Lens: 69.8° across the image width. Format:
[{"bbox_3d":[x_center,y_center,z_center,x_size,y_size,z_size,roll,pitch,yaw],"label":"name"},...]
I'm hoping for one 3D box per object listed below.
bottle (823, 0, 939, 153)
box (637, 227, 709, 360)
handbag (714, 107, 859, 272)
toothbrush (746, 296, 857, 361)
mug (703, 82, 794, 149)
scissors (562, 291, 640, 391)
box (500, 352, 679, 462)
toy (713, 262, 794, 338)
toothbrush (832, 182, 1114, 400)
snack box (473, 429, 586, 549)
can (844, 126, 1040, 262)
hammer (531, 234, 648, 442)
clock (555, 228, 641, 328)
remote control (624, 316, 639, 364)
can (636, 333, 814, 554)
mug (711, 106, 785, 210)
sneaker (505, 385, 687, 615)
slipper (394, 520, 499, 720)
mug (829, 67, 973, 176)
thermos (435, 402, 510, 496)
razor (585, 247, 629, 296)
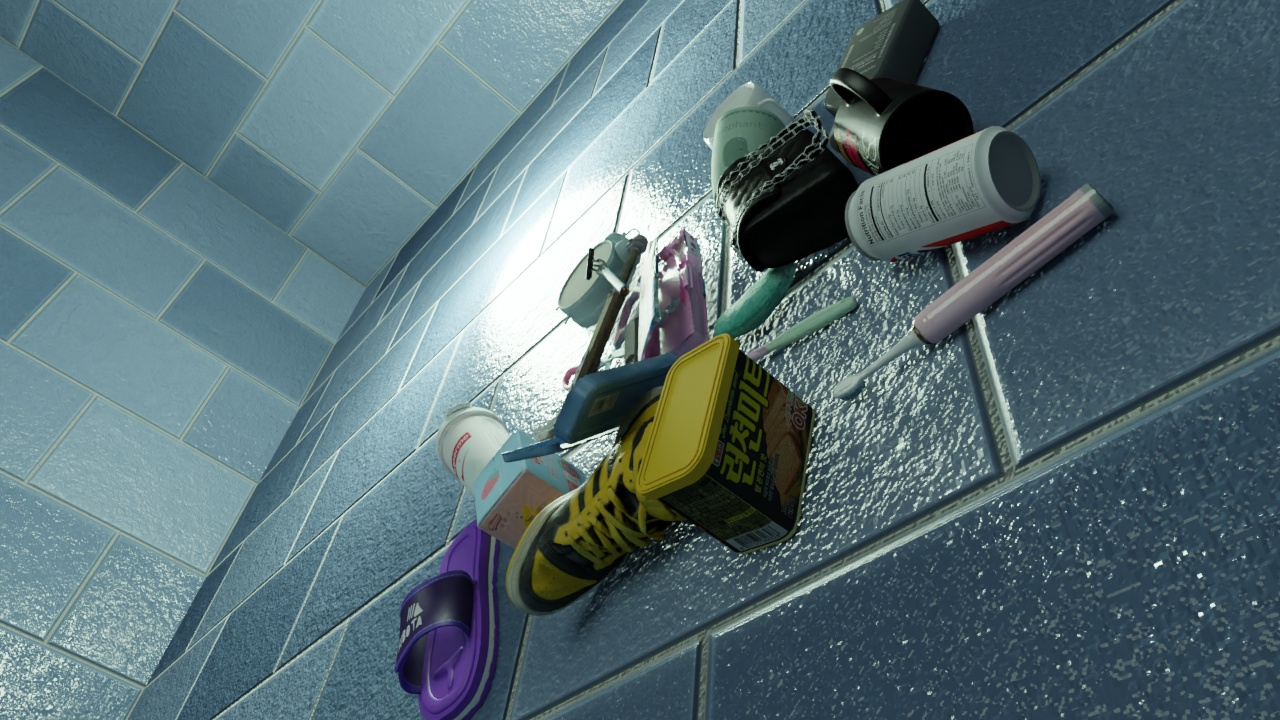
[{"bbox_3d":[0.236,-0.283,0.935,0.084,0.046,0.173,-15,43,56],"label":"bottle"},{"bbox_3d":[0.021,-0.073,1.016,0.085,0.071,0.229,-42,25,26],"label":"box"},{"bbox_3d":[0.126,-0.165,0.865,0.125,0.115,0.153,-30,30,11],"label":"handbag"},{"bbox_3d":[0.126,-0.017,0.803,0.155,0.015,0.022,-33,31,39],"label":"toothbrush"},{"bbox_3d":[0.135,-0.281,1.099,0.116,0.068,0.094,-12,46,58],"label":"mug"},{"bbox_3d":[-0.038,-0.015,1.123,0.171,0.013,0.176,-19,40,54],"label":"scissors"},{"bbox_3d":[-0.032,0.051,0.845,0.125,0.043,0.209,-44,-13,23],"label":"box"},{"bbox_3d":[0.111,-0.057,0.874,0.105,0.033,0.085,-46,9,12],"label":"toy"},{"bbox_3d":[0.220,-0.039,0.635,0.223,0.026,0.027,-42,45,27],"label":"toothbrush"},{"bbox_3d":[-0.108,0.140,0.926,0.079,0.094,0.093,-50,23,8],"label":"snack box"},{"bbox_3d":[0.224,-0.121,0.690,0.132,0.070,0.070,-16,42,56],"label":"can"},{"bbox_3d":[-0.041,-0.041,1.103,0.147,0.028,0.315,-35,28,48],"label":"hammer"},{"bbox_3d":[-0.053,-0.116,1.259,0.159,0.045,0.122,-52,23,6],"label":"clock"},{"bbox_3d":[-0.006,0.006,1.014,0.033,0.015,0.146,-38,31,28],"label":"remote control"},{"bbox_3d":[0.068,0.064,0.684,0.073,0.101,0.130,-31,31,43],"label":"can"},{"bbox_3d":[0.132,-0.217,1.013,0.111,0.084,0.103,-6,56,24],"label":"mug"},{"bbox_3d":[-0.013,0.127,0.764,0.238,0.086,0.122,-53,18,-9],"label":"sneaker"},{"bbox_3d":[-0.213,0.260,0.969,0.107,0.084,0.266,-45,24,19],"label":"slipper"},{"bbox_3d":[0.209,-0.204,0.777,0.082,0.118,0.098,-50,22,11],"label":"mug"},{"bbox_3d":[-0.187,0.119,1.120,0.099,0.099,0.220,-55,26,-5],"label":"thermos"},{"bbox_3d":[-0.039,-0.104,1.129,0.144,0.022,0.042,-136,48,-62],"label":"razor"}]
